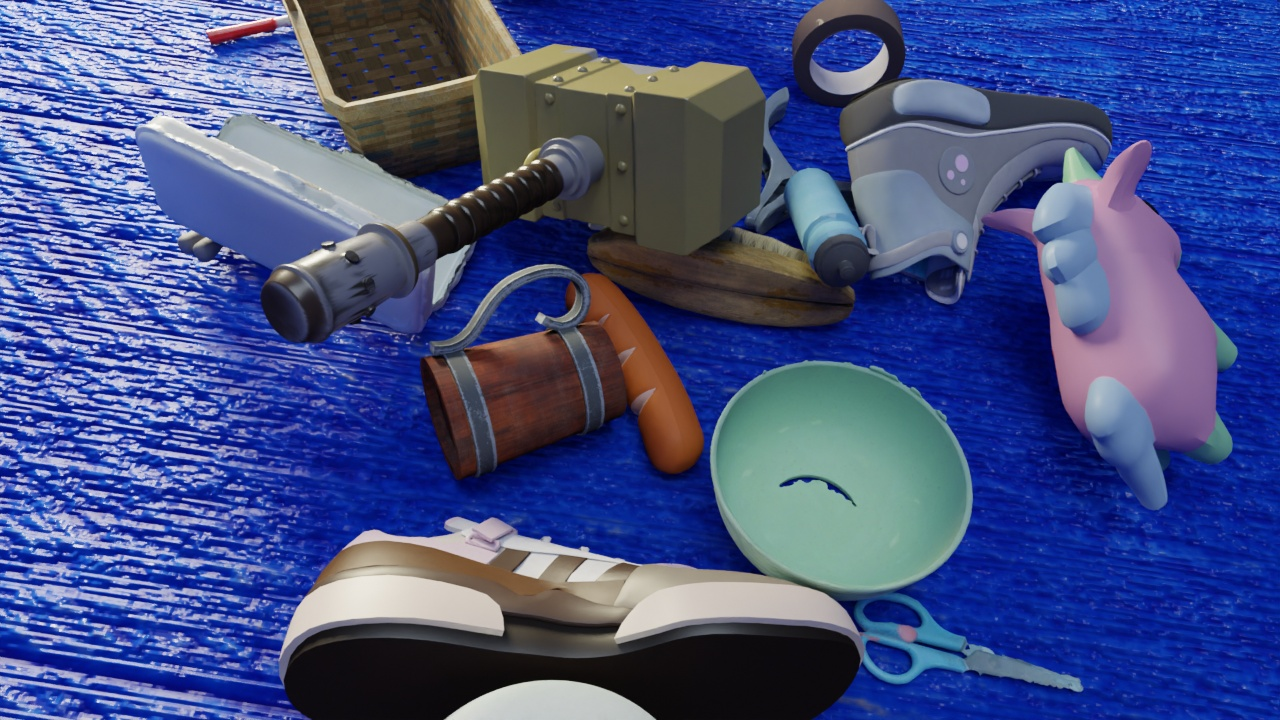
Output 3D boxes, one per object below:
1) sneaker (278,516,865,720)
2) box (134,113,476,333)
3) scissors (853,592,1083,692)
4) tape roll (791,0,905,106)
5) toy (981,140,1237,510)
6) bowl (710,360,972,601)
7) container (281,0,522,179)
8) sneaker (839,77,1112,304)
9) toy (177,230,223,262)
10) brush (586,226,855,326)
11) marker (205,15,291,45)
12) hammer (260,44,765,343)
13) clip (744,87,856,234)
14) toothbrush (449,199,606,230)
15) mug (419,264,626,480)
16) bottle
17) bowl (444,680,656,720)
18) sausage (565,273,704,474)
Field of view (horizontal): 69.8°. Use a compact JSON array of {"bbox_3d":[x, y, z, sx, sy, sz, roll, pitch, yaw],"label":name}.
[{"bbox_3d":[-0.032,0.135,0.502,0.294,0.112,0.116,1,35,-4],"label":"sneaker"},{"bbox_3d":[-0.221,-0.110,0.617,0.210,0.106,0.129,21,65,-3],"label":"box"},{"bbox_3d":[0.191,0.172,0.537,0.136,0.015,0.055,11,53,7],"label":"scissors"},{"bbox_3d":[0.178,-0.265,0.789,0.093,0.094,0.030,5,55,-2],"label":"tape roll"},{"bbox_3d":[0.312,-0.024,0.602,0.171,0.120,0.221,36,56,-21],"label":"toy"},{"bbox_3d":[0.112,0.080,0.553,0.151,0.077,0.150,2,55,-4],"label":"bowl"},{"bbox_3d":[-0.198,-0.282,0.710,0.157,0.187,0.249,-19,59,-17],"label":"container"},{"bbox_3d":[0.270,-0.123,0.714,0.256,0.093,0.160,1,84,-26],"label":"sneaker"},{"bbox_3d":[-0.291,-0.113,0.680,0.049,0.030,0.111,24,55,23],"label":"toy"},{"bbox_3d":[0.058,-0.065,0.660,0.195,0.059,0.043,12,44,-2],"label":"brush"},{"bbox_3d":[-0.315,-0.306,0.823,0.142,0.013,0.012,-21,60,-19],"label":"marker"},{"bbox_3d":[-0.079,-0.093,0.535,0.190,0.101,0.323,17,35,27],"label":"hammer"},{"bbox_3d":[0.131,-0.177,0.766,0.168,0.031,0.164,-18,57,-18],"label":"clip"},{"bbox_3d":[-0.107,-0.114,0.707,0.181,0.016,0.018,2,61,-4],"label":"toothbrush"},{"bbox_3d":[-0.075,0.004,0.572,0.111,0.117,0.081,-17,22,-20],"label":"mug"},{"bbox_3d":[0.131,-0.093,0.646,0.040,0.040,0.129,1,35,-4],"label":"bottle"},{"bbox_3d":[-0.043,0.211,0.424,0.153,0.153,0.072,0,17,-5],"label":"bowl"},{"bbox_3d":[-0.004,0.004,0.619,0.044,0.039,0.164,-18,59,-20],"label":"sausage"}]
